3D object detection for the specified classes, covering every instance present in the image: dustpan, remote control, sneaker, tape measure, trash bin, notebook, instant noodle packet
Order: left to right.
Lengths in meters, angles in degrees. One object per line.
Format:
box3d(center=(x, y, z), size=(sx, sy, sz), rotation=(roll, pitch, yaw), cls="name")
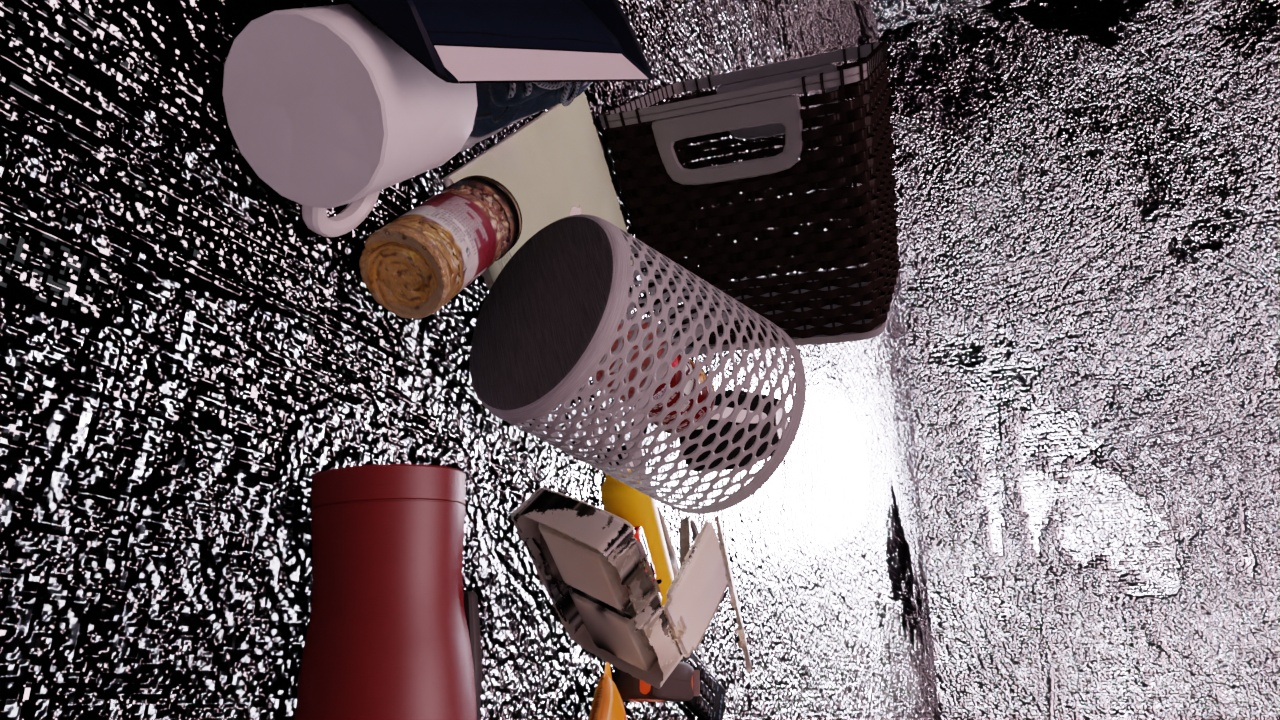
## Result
box3d(center=(-0.120, -0.272, 0.518), size=(0.273, 0.080, 0.235), rotation=(41, 29, 9), cls="dustpan")
box3d(center=(-0.089, -0.201, 0.627), size=(0.234, 0.087, 0.089), rotation=(-49, 127, -61), cls="sneaker")
box3d(center=(-0.066, -0.103, 0.749), size=(0.251, 0.010, 0.182), rotation=(-58, 135, -55), cls="notebook")
box3d(center=(-0.024, 0.329, 0.621), size=(0.220, 0.032, 0.160), rotation=(-72, 156, -75), cls="instant noodle packet")
box3d(center=(-0.004, 0.004, 0.630), size=(0.183, 0.157, 0.156), rotation=(30, 53, -38), cls="trash bin")
box3d(center=(0.008, 0.255, 0.742), size=(0.058, 0.059, 0.038), rotation=(31, 53, -49), cls="tape measure")
box3d(center=(0.044, 0.301, 0.862), size=(0.150, 0.022, 0.047), rotation=(58, 33, -40), cls="remote control")

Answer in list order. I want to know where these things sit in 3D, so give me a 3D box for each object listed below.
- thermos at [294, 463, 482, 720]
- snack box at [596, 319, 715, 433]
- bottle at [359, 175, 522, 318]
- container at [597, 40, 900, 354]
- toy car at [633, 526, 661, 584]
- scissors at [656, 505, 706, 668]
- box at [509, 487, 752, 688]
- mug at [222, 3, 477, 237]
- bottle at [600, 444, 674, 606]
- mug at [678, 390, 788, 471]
box3d(center=(-0.117, 0.157, 0.454), size=(0.108, 0.084, 0.198), rotation=(26, 57, -61), cls="thermos")
box3d(center=(0.015, 0.017, 0.819), size=(0.121, 0.072, 0.072), rotation=(38, 48, -58), cls="snack box")
box3d(center=(-0.118, -0.071, 0.558), size=(0.105, 0.056, 0.056), rotation=(-56, 133, -57), cls="bottle")
box3d(center=(0.131, -0.166, 0.936), size=(0.244, 0.248, 0.244), rotation=(-51, 132, -60), cls="container")
box3d(center=(-0.011, 0.177, 0.732), size=(0.048, 0.051, 0.100), rotation=(-47, 125, -60), cls="toy car")
box3d(center=(0.038, 0.202, 0.865), size=(0.157, 0.013, 0.170), rotation=(62, 22, -23), cls="scissors")
box3d(center=(0.027, 0.144, 0.625), size=(0.104, 0.188, 0.143), rotation=(-44, 131, -33), cls="box")
box3d(center=(-0.149, -0.121, 0.478), size=(0.089, 0.091, 0.121), rotation=(-51, 162, -59), cls="mug")
box3d(center=(-0.004, 0.142, 0.771), size=(0.043, 0.043, 0.144), rotation=(-40, 119, -63), cls="bottle")
box3d(center=(0.094, 0.067, 0.947), size=(0.119, 0.100, 0.084), rotation=(35, 51, -59), cls="mug")
